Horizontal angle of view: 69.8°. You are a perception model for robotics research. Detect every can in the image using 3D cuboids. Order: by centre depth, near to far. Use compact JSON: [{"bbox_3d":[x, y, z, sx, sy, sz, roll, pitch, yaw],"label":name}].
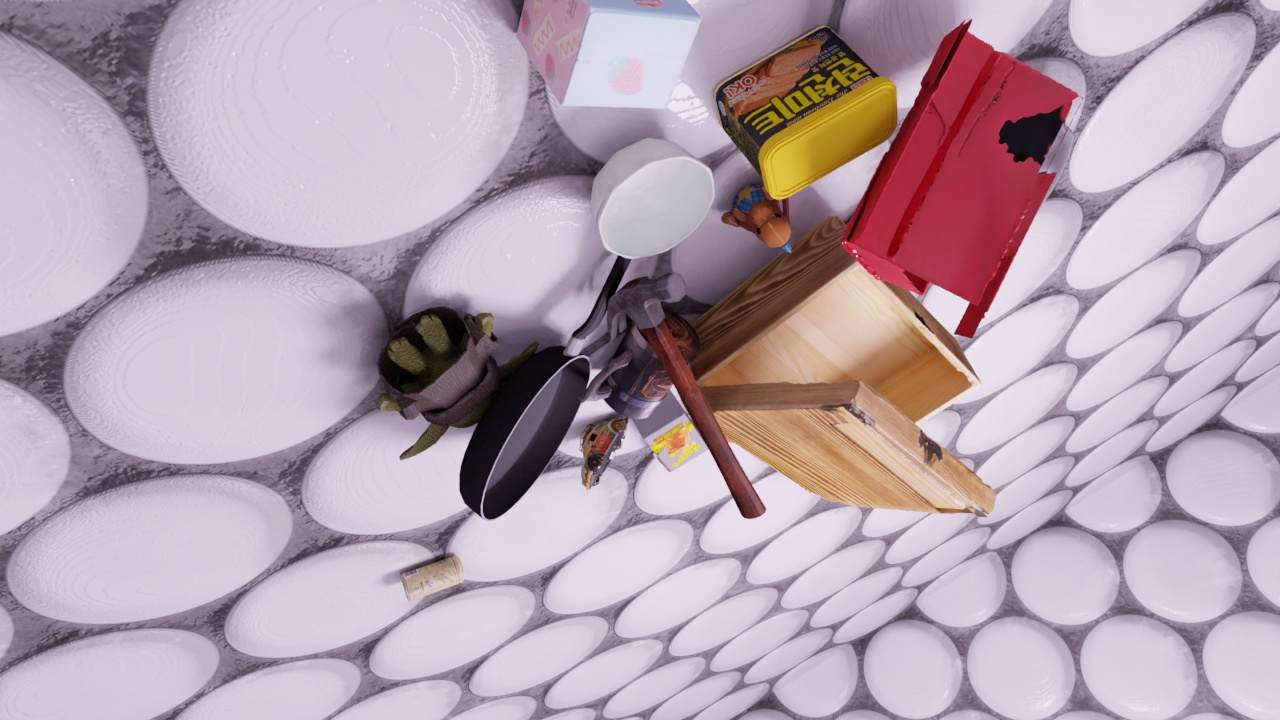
[{"bbox_3d":[0.145,-0.224,0.822,0.131,0.101,0.072,-30,147,-1],"label":"can"},{"bbox_3d":[-0.281,0.294,1.243,0.079,0.038,0.038,-17,145,-20],"label":"can"}]

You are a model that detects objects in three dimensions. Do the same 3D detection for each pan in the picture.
[{"bbox_3d":[-0.090,0.010,0.962,0.356,0.044,0.203,-63,168,16],"label":"pan"}]

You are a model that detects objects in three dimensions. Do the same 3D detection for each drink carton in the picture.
[{"bbox_3d":[0.039,0.093,1.212,0.076,0.048,0.125,-32,147,2],"label":"drink carton"}]

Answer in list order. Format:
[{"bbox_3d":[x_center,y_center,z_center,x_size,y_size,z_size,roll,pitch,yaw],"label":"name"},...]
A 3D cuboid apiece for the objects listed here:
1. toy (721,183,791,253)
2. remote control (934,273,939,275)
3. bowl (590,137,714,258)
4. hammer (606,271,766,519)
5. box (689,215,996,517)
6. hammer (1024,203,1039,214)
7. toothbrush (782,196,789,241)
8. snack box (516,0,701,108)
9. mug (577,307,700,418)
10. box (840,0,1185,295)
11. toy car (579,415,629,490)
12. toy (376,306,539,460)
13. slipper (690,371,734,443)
[{"bbox_3d":[0.136,-0.133,0.938,0.071,0.090,0.103,-38,126,11],"label":"toy"},{"bbox_3d":[0.372,-0.147,1.087,0.046,0.009,0.125,-17,144,-11],"label":"remote control"},{"bbox_3d":[0.003,-0.156,0.840,0.117,0.061,0.118,-21,146,-15],"label":"bowl"},{"bbox_3d":[0.058,0.046,0.958,0.028,0.111,0.301,-46,117,-37],"label":"hammer"},{"bbox_3d":[0.219,0.061,1.035,0.270,0.263,0.279,-37,129,24],"label":"box"},{"bbox_3d":[0.350,-0.180,1.064,0.324,0.034,0.170,-27,143,1],"label":"hammer"},{"bbox_3d":[0.151,-0.183,0.963,0.015,0.015,0.184,-30,148,-6],"label":"toothbrush"},{"bbox_3d":[-0.026,-0.243,0.670,0.092,0.094,0.080,-8,141,-31],"label":"snack box"},{"bbox_3d":[-0.006,0.006,1.030,0.115,0.080,0.107,-9,143,-41],"label":"mug"},{"bbox_3d":[0.258,-0.181,0.709,0.214,0.138,0.467,-63,168,2],"label":"box"},{"bbox_3d":[-0.054,0.109,1.155,0.047,0.047,0.111,98,19,-48],"label":"toy car"},{"bbox_3d":[-0.191,0.012,0.898,0.179,0.078,0.153,-41,153,-9],"label":"toy"},{"bbox_3d":[0.126,0.062,1.231,0.103,0.059,0.249,-30,148,-1],"label":"slipper"}]
